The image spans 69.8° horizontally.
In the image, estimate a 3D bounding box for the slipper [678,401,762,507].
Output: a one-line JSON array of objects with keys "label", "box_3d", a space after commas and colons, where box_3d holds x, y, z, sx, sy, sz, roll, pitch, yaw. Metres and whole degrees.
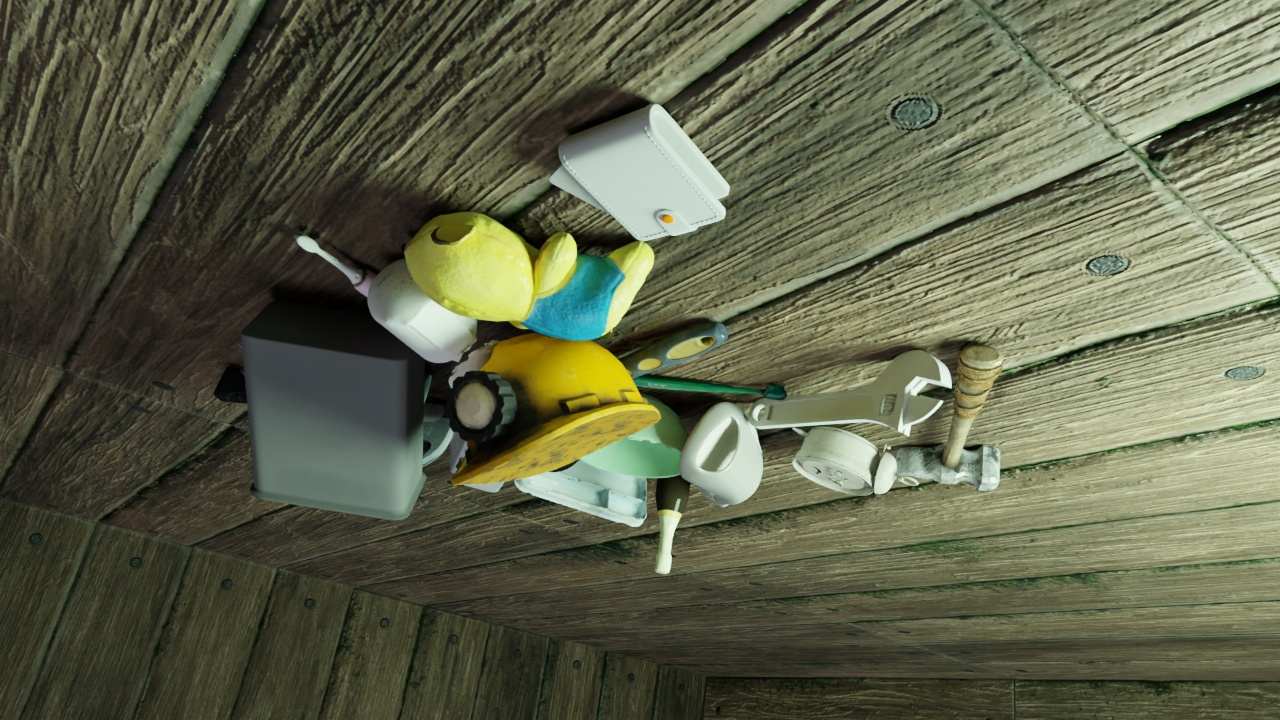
[{"label": "slipper", "box_3d": [0.121, 0.138, 1.155, 0.081, 0.112, 0.266, 34, 167, 23]}]

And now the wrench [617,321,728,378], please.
[{"label": "wrench", "box_3d": [-0.006, 0.006, 1.026, 0.073, 0.022, 0.274, 43, 140, -24]}]

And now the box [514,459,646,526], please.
[{"label": "box", "box_3d": [-0.060, 0.137, 1.290, 0.215, 0.106, 0.127, 21, 130, -22]}]

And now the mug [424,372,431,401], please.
[{"label": "mug", "box_3d": [-0.327, 0.039, 1.167, 0.104, 0.084, 0.111, 19, -177, -5]}]

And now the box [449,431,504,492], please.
[{"label": "box", "box_3d": [-0.229, 0.128, 1.287, 0.117, 0.057, 0.210, 51, 152, 6]}]

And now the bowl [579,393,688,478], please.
[{"label": "bowl", "box_3d": [-0.007, 0.089, 1.151, 0.151, 0.076, 0.151, 7, 155, 3]}]

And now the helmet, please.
[{"label": "helmet", "box_3d": [-0.103, 0.039, 0.957, 0.206, 0.131, 0.255, -27, 168, 22]}]

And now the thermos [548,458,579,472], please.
[{"label": "thermos", "box_3d": [-0.136, 0.064, 1.131, 0.086, 0.086, 0.199, 1, 154, 17]}]

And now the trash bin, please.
[{"label": "trash bin", "box_3d": [-0.349, 0.060, 1.061, 0.192, 0.097, 0.220, 9, 120, 0]}]

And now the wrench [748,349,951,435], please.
[{"label": "wrench", "box_3d": [0.216, 0.041, 1.001, 0.018, 0.086, 0.274, 25, 161, -31]}]

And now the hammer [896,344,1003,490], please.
[{"label": "hammer", "box_3d": [0.358, 0.068, 1.025, 0.121, 0.048, 0.319, 5, 154, 14]}]

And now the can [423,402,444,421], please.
[{"label": "can", "box_3d": [-0.313, 0.083, 1.271, 0.101, 0.054, 0.055, 7, 155, 4]}]

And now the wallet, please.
[{"label": "wallet", "box_3d": [-0.006, -0.138, 0.713, 0.116, 0.037, 0.118, -10, 146, 36]}]

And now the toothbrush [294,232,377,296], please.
[{"label": "toothbrush", "box_3d": [-0.270, -0.072, 0.960, 0.026, 0.027, 0.222, 33, 176, 44]}]

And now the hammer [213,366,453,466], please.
[{"label": "hammer", "box_3d": [-0.411, 0.069, 1.229, 0.333, 0.117, 0.025, 12, 154, 7]}]

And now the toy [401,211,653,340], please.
[{"label": "toy", "box_3d": [-0.111, -0.073, 0.836, 0.214, 0.083, 0.149, 14, 153, -16]}]

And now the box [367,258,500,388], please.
[{"label": "box", "box_3d": [-0.207, -0.031, 0.951, 0.092, 0.083, 0.166, 34, 170, 29]}]

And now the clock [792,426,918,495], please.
[{"label": "clock", "box_3d": [0.267, 0.126, 1.139, 0.157, 0.061, 0.103, 15, 159, 26]}]

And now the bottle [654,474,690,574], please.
[{"label": "bottle", "box_3d": [0.041, 0.194, 1.231, 0.045, 0.184, 0.045, 7, 155, 3]}]

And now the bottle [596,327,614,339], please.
[{"label": "bottle", "box_3d": [-0.080, -0.041, 0.959, 0.106, 0.025, 0.025, 10, 155, -1]}]

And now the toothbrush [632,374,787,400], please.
[{"label": "toothbrush", "box_3d": [0.075, 0.029, 1.067, 0.190, 0.016, 0.017, 5, 157, 9]}]
